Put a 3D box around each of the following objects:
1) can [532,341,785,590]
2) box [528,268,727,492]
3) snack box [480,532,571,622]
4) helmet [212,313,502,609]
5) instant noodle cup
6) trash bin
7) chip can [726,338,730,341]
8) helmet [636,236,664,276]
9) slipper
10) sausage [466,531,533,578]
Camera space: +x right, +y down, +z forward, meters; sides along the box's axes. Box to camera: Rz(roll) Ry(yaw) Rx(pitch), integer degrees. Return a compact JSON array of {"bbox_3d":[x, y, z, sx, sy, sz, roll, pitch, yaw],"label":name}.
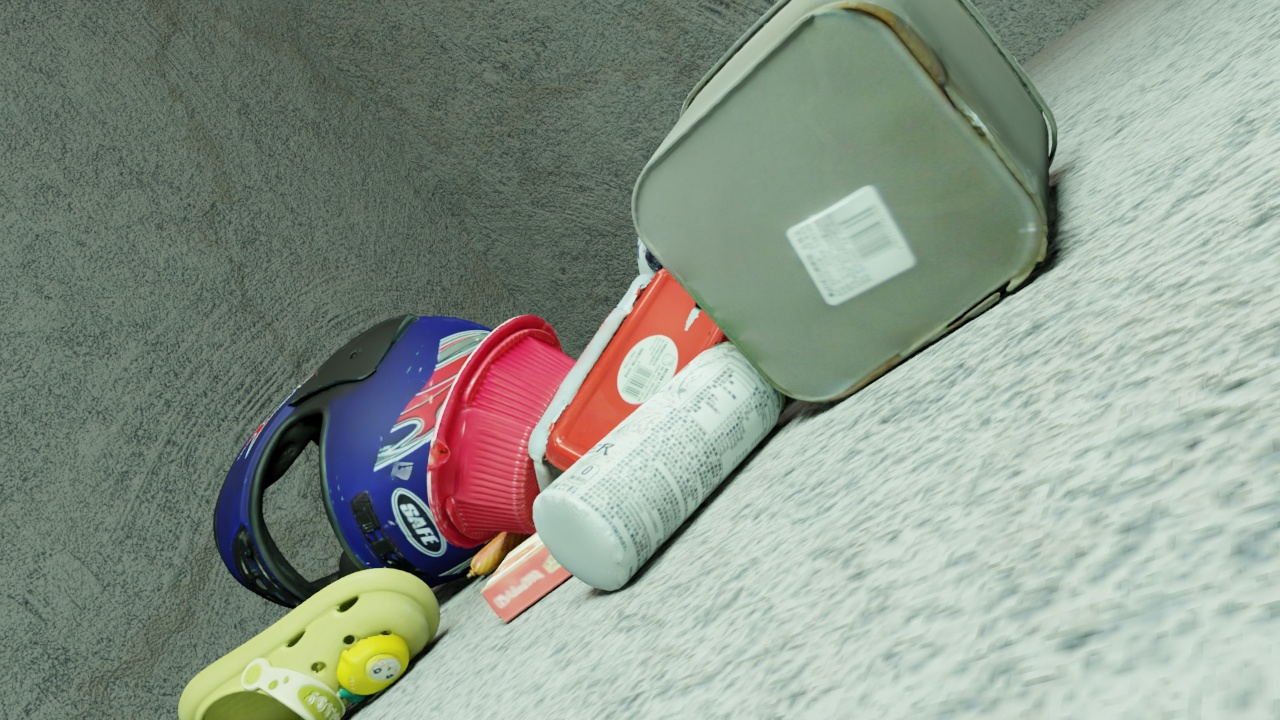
[{"bbox_3d":[0.014,0.049,0.468,0.146,0.058,0.058,-40,3,-37],"label":"can"},{"bbox_3d":[-0.006,0.027,0.696,0.200,0.095,0.102,-59,-10,-36],"label":"box"},{"bbox_3d":[-0.025,0.096,0.561,0.153,0.025,0.075,-38,3,9],"label":"snack box"},{"bbox_3d":[-0.213,0.099,0.853,0.241,0.247,0.314,-4,34,45],"label":"helmet"},{"bbox_3d":[-0.084,0.064,0.723,0.193,0.066,0.194,-49,-33,-49],"label":"instant noodle cup"},{"bbox_3d":[0.116,-0.105,0.512,0.199,0.198,0.219,-39,9,28],"label":"trash bin"},{"bbox_3d":[0.041,0.004,0.802,0.217,0.073,0.073,-36,3,30],"label":"chip can"},{"bbox_3d":[0.115,-0.130,1.021,0.228,0.146,0.259,-38,-25,-39],"label":"helmet"},{"bbox_3d":[-0.222,0.222,0.630,0.190,0.092,0.081,-29,42,-3],"label":"slipper"},{"bbox_3d":[-0.085,0.134,0.798,0.165,0.021,0.021,-38,2,-16],"label":"sausage"}]
